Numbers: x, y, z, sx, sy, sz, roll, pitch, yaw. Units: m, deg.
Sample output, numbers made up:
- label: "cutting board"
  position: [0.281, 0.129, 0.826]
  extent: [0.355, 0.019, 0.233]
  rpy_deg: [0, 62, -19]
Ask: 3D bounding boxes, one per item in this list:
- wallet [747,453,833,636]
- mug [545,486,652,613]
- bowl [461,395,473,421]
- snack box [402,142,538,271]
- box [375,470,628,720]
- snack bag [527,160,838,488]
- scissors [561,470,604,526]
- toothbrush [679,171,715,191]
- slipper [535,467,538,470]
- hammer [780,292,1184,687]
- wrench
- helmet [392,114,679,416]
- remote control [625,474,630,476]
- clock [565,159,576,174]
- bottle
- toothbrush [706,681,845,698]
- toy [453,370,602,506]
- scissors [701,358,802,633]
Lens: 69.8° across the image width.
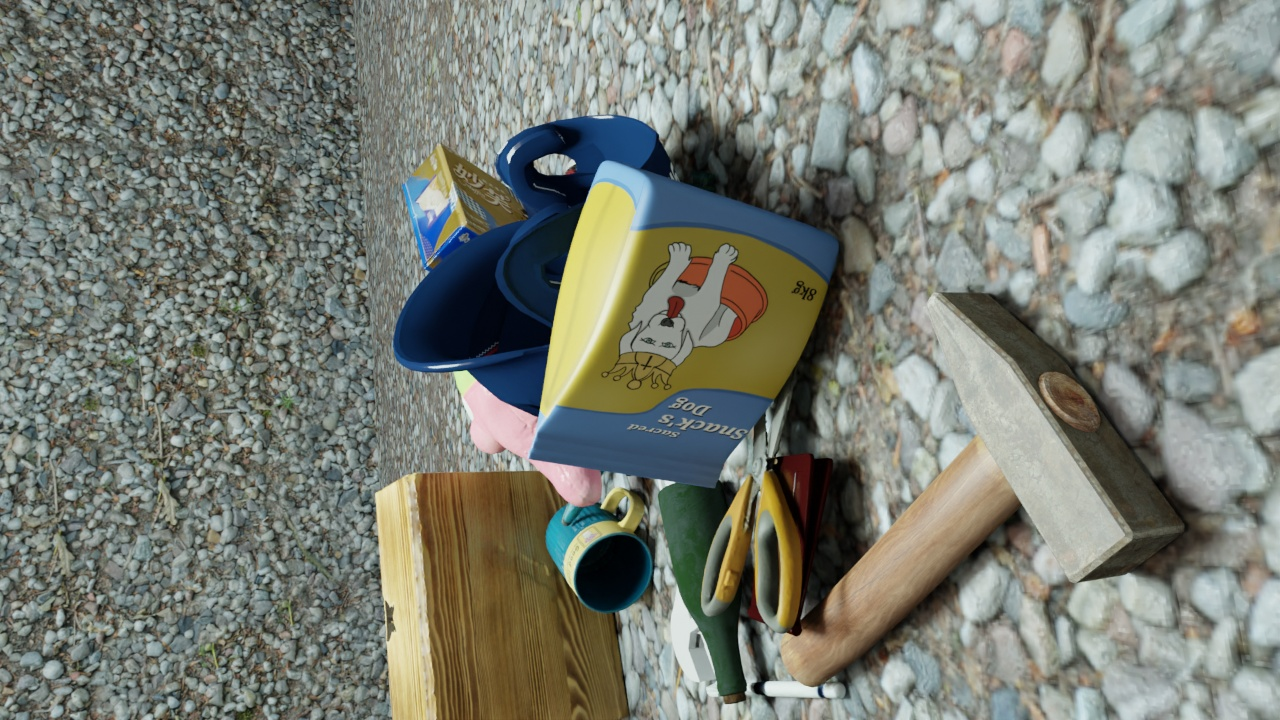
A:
- label: "wallet"
  position: [0.098, 0.123, 0.627]
  extent: [0.092, 0.018, 0.115]
  rpy_deg: [147, 135, -76]
- label: "mug"
  position: [-0.037, 0.183, 0.936]
  extent: [0.113, 0.083, 0.107]
  rpy_deg: [-61, 23, 0]
- label: "bowl"
  position: [-0.163, 0.039, 1.163]
  extent: [0.066, 0.116, 0.116]
  rpy_deg: [-25, 66, 34]
- label: "snack box"
  position: [-0.143, -0.120, 0.981]
  extent: [0.069, 0.202, 0.155]
  rpy_deg: [-44, 44, 18]
- label: "box"
  position: [-0.187, 0.297, 1.078]
  extent: [0.325, 0.283, 0.279]
  rpy_deg: [-32, 62, 49]
- label: "snack bag"
  position: [0.022, -0.014, 0.629]
  extent: [0.102, 0.158, 0.205]
  rpy_deg: [41, 115, 60]
- label: "scissors"
  position: [-0.044, 0.106, 0.931]
  extent: [0.154, 0.019, 0.124]
  rpy_deg: [-46, 18, 52]
- label: "toothbrush"
  position: [0.020, -0.167, 0.839]
  extent: [0.190, 0.016, 0.017]
  rpy_deg: [-151, 60, -63]
- label: "slipper"
  position: [-0.100, 0.070, 1.028]
  extent: [0.113, 0.080, 0.267]
  rpy_deg: [64, 150, 14]
- label: "hammer"
  position: [0.153, 0.109, 0.534]
  extent: [0.302, 0.037, 0.157]
  rpy_deg: [114, 145, -45]
- label: "wrench"
  position: [0.032, 0.152, 0.838]
  extent: [0.087, 0.018, 0.273]
  rpy_deg: [123, 140, -53]
- label: "helmet"
  position: [-0.075, -0.054, 0.768]
  extent: [0.232, 0.272, 0.223]
  rpy_deg: [-103, -3, -56]
- label: "remote control"
  position: [0.014, 0.055, 0.850]
  extent: [0.140, 0.009, 0.030]
  rpy_deg: [-58, 38, 39]
- label: "clock"
  position: [-0.060, -0.159, 0.972]
  extent: [0.137, 0.048, 0.096]
  rpy_deg: [-109, 28, -47]
- label: "bottle"
  position: [0.057, 0.183, 0.734]
  extent: [0.055, 0.055, 0.174]
  rpy_deg: [131, 132, -57]
- label: "toothbrush"
  position: [0.097, 0.250, 0.696]
  extent: [0.187, 0.017, 0.012]
  rpy_deg: [-39, 71, 61]
- label: "toy"
  position: [-0.103, 0.038, 0.905]
  extent: [0.192, 0.096, 0.236]
  rpy_deg: [-37, 78, 23]
- label: "scissors"
  position: [0.085, 0.097, 0.636]
  extent: [0.216, 0.016, 0.225]
  rpy_deg: [-118, 42, -73]
